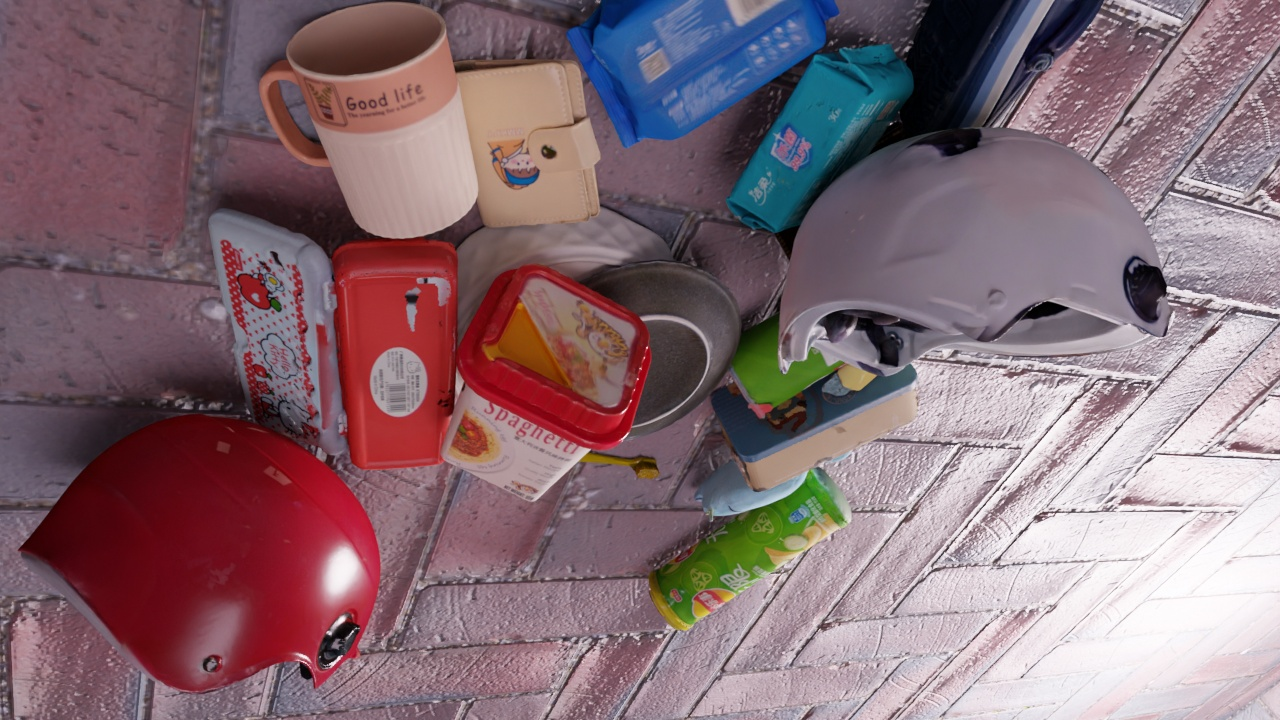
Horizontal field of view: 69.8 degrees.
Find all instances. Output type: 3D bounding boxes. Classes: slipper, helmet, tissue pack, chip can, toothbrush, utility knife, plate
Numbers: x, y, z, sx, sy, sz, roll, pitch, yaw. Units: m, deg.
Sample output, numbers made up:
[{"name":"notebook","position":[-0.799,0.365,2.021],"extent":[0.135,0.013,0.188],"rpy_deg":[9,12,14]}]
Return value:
[{"name":"slipper","position":[0.246,-0.239,0.568],"extent":[0.095,0.105,0.253],"rpy_deg":[2,133,-16]},{"name":"helmet","position":[-0.272,0.120,0.642],"extent":[0.144,0.207,0.240],"rpy_deg":[-63,152,-4]},{"name":"tissue pack","position":[0.037,-0.202,0.553],"extent":[0.157,0.052,0.095],"rpy_deg":[-31,134,7]},{"name":"chip can","position":[0.113,0.193,0.950],"extent":[0.221,0.072,0.072],"rpy_deg":[-37,135,12]},{"name":"chip can","position":[0.179,-0.042,0.753],"extent":[0.236,0.072,0.072],"rpy_deg":[-32,136,8]},{"name":"helmet","position":[0.215,-0.072,0.607],"extent":[0.258,0.146,0.229],"rpy_deg":[-1,174,-24]},{"name":"toothbrush","position":[-0.063,0.087,0.811],"extent":[0.190,0.016,0.016],"rpy_deg":[11,125,-32]},{"name":"utility knife","position":[0.219,-0.023,0.783],"extent":[0.166,0.031,0.018],"rpy_deg":[-39,169,-18]},{"name":"plate","position":[-0.062,-0.020,0.690],"extent":[0.204,0.045,0.205],"rpy_deg":[-12,134,-13]},{"name":"tissue pack","position":[0.121,-0.149,0.614],"extent":[0.093,0.050,0.134],"rpy_deg":[-26,155,-53]},{"name":"plate","position":[-0.004,0.004,0.688],"extent":[0.179,0.024,0.180],"rpy_deg":[-13,136,-13]}]

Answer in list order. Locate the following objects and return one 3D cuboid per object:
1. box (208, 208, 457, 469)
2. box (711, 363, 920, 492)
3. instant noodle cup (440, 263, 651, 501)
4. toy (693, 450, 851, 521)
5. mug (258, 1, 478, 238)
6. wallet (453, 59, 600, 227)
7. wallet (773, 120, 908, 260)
[{"name":"box","position":[-0.198,-0.005,0.607],"extent":[0.161,0.058,0.202],"rpy_deg":[8,135,-5]},{"name":"box","position":[0.160,0.038,0.812],"extent":[0.184,0.089,0.062],"rpy_deg":[-28,136,0]},{"name":"instant noodle cup","position":[-0.069,0.022,0.606],"extent":[0.116,0.116,0.124],"rpy_deg":[27,133,-9]},{"name":"toy","position":[0.124,0.105,0.862],"extent":[0.155,0.050,0.162],"rpy_deg":[-26,-178,-41]},{"name":"mug","position":[-0.155,-0.135,0.522],"extent":[0.114,0.081,0.106],"rpy_deg":[4,137,9]},{"name":"wallet","position":[-0.070,-0.134,0.577],"extent":[0.087,0.024,0.115],"rpy_deg":[-3,134,5]},{"name":"wallet","position":[0.165,-0.109,0.699],"extent":[0.122,0.020,0.096],"rpy_deg":[-31,109,8]}]
